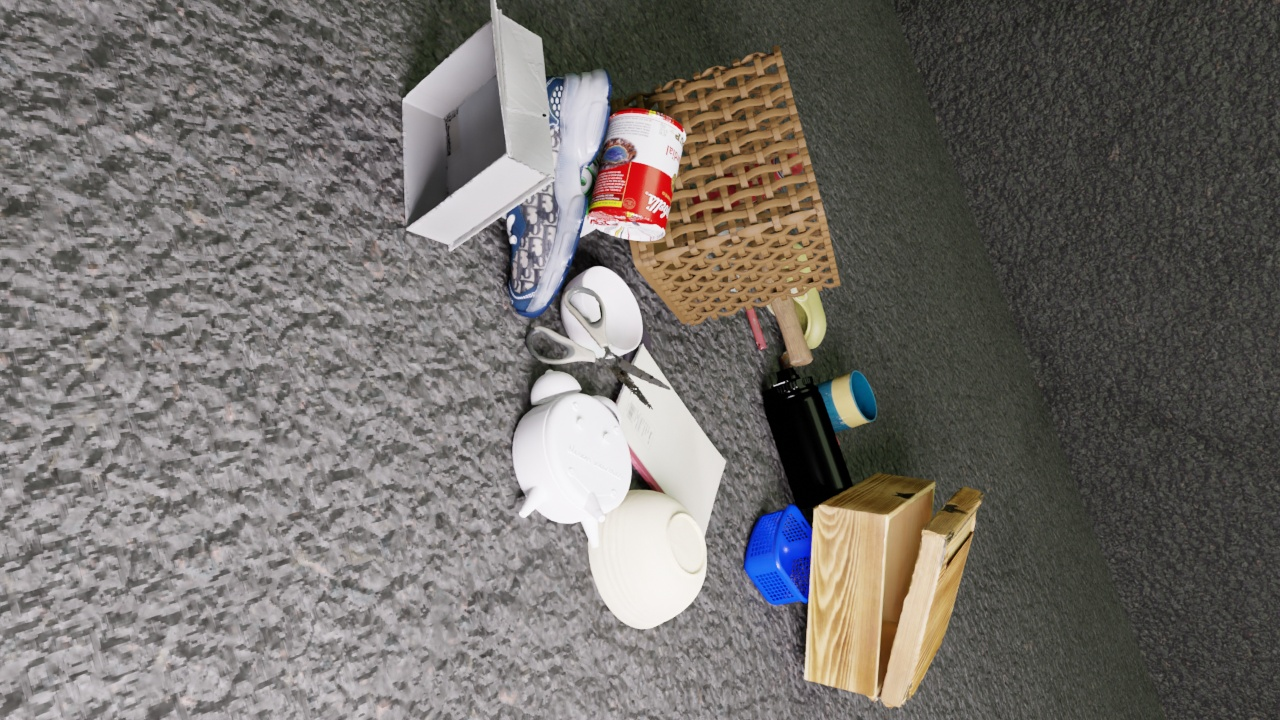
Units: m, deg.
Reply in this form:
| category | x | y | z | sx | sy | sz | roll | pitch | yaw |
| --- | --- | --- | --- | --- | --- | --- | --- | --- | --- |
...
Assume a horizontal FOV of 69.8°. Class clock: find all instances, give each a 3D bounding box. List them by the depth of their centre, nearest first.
| category | x | y | z | sx | sy | sz | roll | pitch | yaw |
| --- | --- | --- | --- | --- | --- | --- | --- | --- | --- |
| clock | -0.061 | 0.094 | 0.925 | 0.125 | 0.073 | 0.160 | 34 | 46 | -40 |

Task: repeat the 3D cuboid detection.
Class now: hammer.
| category | x | y | z | sx | sy | sz | roll | pitch | yaw |
| --- | --- | --- | --- | --- | --- | --- | --- | --- | --- |
| hammer | 0.207 | -0.135 | 1.407 | 0.132 | 0.040 | 0.305 | -5 | 68 | -25 |

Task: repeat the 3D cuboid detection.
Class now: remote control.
| category | x | y | z | sx | sy | sz | roll | pitch | yaw |
| --- | --- | --- | --- | --- | --- | --- | --- | --- | --- |
| remote control | -0.007 | 0.007 | 1.113 | 0.046 | 0.009 | 0.124 | 38 | 43 | -38 |

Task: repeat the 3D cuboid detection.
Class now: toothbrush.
| category | x | y | z | sx | sy | sz | roll | pitch | yaw |
| --- | --- | --- | --- | --- | --- | --- | --- | --- | --- |
| toothbrush | 0.259 | 0.057 | 1.396 | 0.015 | 0.016 | 0.184 | 2 | 46 | -32 |
| toothbrush | 0.154 | -0.106 | 1.403 | 0.016 | 0.016 | 0.190 | -16 | 85 | -40 |

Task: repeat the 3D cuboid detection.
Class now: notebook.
| category | x | y | z | sx | sy | sz | roll | pitch | yaw |
| --- | --- | --- | --- | --- | --- | --- | --- | --- | --- |
| notebook | 0.035 | 0.103 | 1.103 | 0.209 | 0.012 | 0.152 | 55 | 35 | -26 |

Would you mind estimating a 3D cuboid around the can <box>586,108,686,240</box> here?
| category | x | y | z | sx | sy | sz | roll | pitch | yaw |
| --- | --- | --- | --- | --- | --- | --- | --- | --- | --- |
| can | -0.004 | -0.199 | 0.991 | 0.086 | 0.087 | 0.116 | 23 | 75 | -47 |

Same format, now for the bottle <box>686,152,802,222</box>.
| category | x | y | z | sx | sy | sz | roll | pitch | yaw |
| --- | --- | --- | --- | --- | --- | --- | --- | --- | --- |
| bottle | 0.154 | -0.254 | 1.341 | 0.062 | 0.177 | 0.062 | 32 | 47 | -42 |

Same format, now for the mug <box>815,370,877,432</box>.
| category | x | y | z | sx | sy | sz | roll | pitch | yaw |
| --- | --- | --- | --- | --- | --- | --- | --- | --- | --- |
| mug | 0.310 | 0.077 | 1.434 | 0.113 | 0.107 | 0.083 | 27 | 48 | -45 |

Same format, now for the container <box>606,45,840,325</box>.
| category | x | y | z | sx | sy | sz | roll | pitch | yaw |
| --- | --- | --- | --- | --- | --- | --- | --- | --- | --- |
| container | 0.108 | -0.201 | 1.142 | 0.251 | 0.214 | 0.219 | 41 | 36 | -69 |

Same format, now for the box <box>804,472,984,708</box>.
| category | x | y | z | sx | sy | sz | roll | pitch | yaw |
| --- | --- | --- | --- | --- | --- | --- | --- | --- | --- |
| box | 0.337 | 0.297 | 1.221 | 0.278 | 0.168 | 0.245 | -6 | 103 | -62 |

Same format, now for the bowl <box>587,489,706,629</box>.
| category | x | y | z | sx | sy | sz | roll | pitch | yaw |
| --- | --- | --- | --- | --- | --- | --- | --- | --- | --- |
| bowl | 0.021 | 0.203 | 0.978 | 0.150 | 0.075 | 0.150 | 32 | 47 | -42 |

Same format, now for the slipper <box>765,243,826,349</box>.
| category | x | y | z | sx | sy | sz | roll | pitch | yaw |
| --- | --- | --- | --- | --- | --- | --- | --- | --- | --- |
| slipper | 0.236 | -0.102 | 1.473 | 0.081 | 0.092 | 0.190 | -6 | 61 | -16 |

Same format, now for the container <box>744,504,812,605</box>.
| category | x | y | z | sx | sy | sz | roll | pitch | yaw |
| --- | --- | --- | --- | --- | --- | --- | --- | --- | --- |
| container | 0.183 | 0.255 | 1.192 | 0.096 | 0.058 | 0.114 | 54 | 35 | -19 |

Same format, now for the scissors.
| category | x | y | z | sx | sy | sz | roll | pitch | yaw |
| --- | --- | --- | --- | --- | --- | --- | --- | --- | --- |
| scissors | -0.041 | -0.016 | 0.960 | 0.012 | 0.163 | 0.154 | 72 | 21 | -66 |

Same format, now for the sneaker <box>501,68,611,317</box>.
| category | x | y | z | sx | sy | sz | roll | pitch | yaw |
| --- | --- | --- | --- | --- | --- | --- | --- | --- | --- |
| sneaker | -0.118 | -0.183 | 0.960 | 0.132 | 0.103 | 0.269 | 12 | 92 | -8 |

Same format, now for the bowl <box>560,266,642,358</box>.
| category | x | y | z | sx | sy | sz | roll | pitch | yaw |
| --- | --- | --- | --- | --- | --- | --- | --- | --- | --- |
| bowl | -0.050 | -0.050 | 1.045 | 0.105 | 0.054 | 0.104 | 32 | 45 | -40 |

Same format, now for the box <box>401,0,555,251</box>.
| category | x | y | z | sx | sy | sz | roll | pitch | yaw |
| --- | --- | --- | --- | --- | --- | --- | --- | --- | --- |
| box | -0.099 | -0.275 | 0.760 | 0.119 | 0.480 | 0.166 | 3 | 66 | -26 |

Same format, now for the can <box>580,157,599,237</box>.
| category | x | y | z | sx | sy | sz | roll | pitch | yaw |
| --- | --- | --- | --- | --- | --- | --- | --- | --- | --- |
| can | -0.091 | -0.215 | 1.052 | 0.140 | 0.088 | 0.087 | 56 | 35 | -17 |

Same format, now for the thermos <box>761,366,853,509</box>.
| category | x | y | z | sx | sy | sz | roll | pitch | yaw |
| --- | --- | --- | --- | --- | --- | --- | --- | --- | --- |
| thermos | 0.237 | 0.108 | 1.331 | 0.086 | 0.086 | 0.198 | -7 | 77 | -56 |

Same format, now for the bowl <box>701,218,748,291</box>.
| category | x | y | z | sx | sy | sz | roll | pitch | yaw |
| --- | --- | --- | --- | --- | --- | --- | --- | --- | --- |
| bowl | 0.117 | -0.153 | 1.318 | 0.117 | 0.061 | 0.117 | 161 | -77 | -89 |
